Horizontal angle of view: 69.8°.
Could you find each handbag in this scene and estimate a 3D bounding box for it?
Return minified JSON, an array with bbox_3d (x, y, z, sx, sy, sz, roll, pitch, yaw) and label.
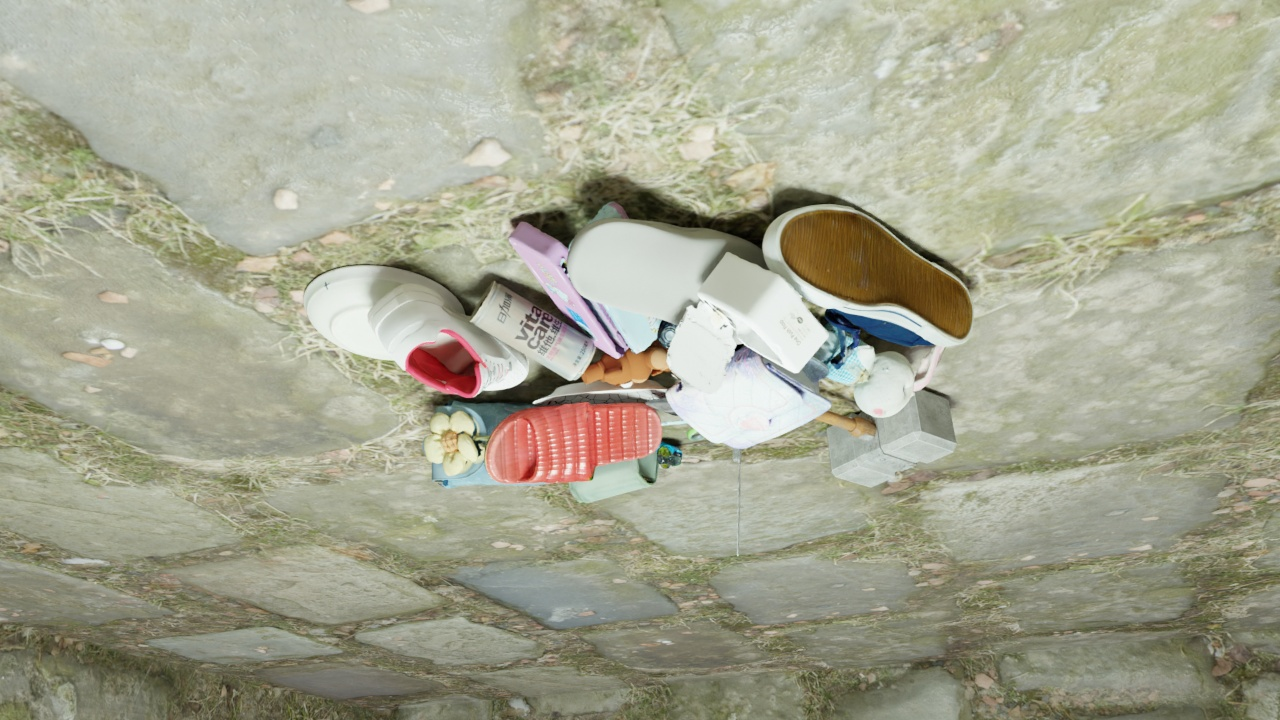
[{"bbox_3d":[-0.193,0.114,1.235,0.192,0.121,0.119,3,169,2],"label":"handbag"},{"bbox_3d":[0.124,0.041,1.055,0.126,0.069,0.159,25,144,-30],"label":"handbag"},{"bbox_3d":[-0.040,0.141,1.309,0.122,0.106,0.067,-18,149,28],"label":"handbag"}]

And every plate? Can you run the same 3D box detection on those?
[{"bbox_3d":[-0.295,-0.043,1.055,0.182,0.034,0.183,0,150,0],"label":"plate"},{"bbox_3d":[-0.042,0.041,1.173,0.188,0.016,0.188,-4,172,-1],"label":"plate"}]

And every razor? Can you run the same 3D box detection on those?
[{"bbox_3d":[0.077,-0.030,1.046,0.140,0.064,0.053,10,116,-46],"label":"razor"}]

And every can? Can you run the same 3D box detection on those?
[{"bbox_3d":[-0.118,-0.031,1.021,0.135,0.054,0.054,32,140,-16],"label":"can"}]

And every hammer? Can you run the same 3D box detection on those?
[{"bbox_3d":[0.247,0.074,1.215,0.317,0.082,0.163,18,145,-29],"label":"hammer"}]

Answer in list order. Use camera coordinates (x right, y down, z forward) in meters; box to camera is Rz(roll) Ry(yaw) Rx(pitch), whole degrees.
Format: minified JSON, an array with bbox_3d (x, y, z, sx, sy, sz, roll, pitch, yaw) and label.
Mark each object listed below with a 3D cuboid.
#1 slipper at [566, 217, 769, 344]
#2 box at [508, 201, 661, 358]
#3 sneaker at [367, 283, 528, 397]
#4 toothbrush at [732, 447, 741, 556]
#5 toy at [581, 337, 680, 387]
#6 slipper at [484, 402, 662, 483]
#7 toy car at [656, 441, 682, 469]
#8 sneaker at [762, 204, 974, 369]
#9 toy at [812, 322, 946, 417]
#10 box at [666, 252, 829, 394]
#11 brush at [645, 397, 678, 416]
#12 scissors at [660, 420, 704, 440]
[{"bbox_3d":[0.030,-0.091,0.937,0.265,0.080,0.113,9,110,-36],"label":"slipper"},{"bbox_3d":[-0.044,-0.092,0.981,0.092,0.090,0.214,32,167,31],"label":"box"},{"bbox_3d":[-0.195,0.005,1.028,0.090,0.104,0.236,-39,148,9],"label":"sneaker"},{"bbox_3d":[0.139,0.198,1.332,0.010,0.181,0.010,-9,144,21],"label":"toothbrush"},{"bbox_3d":[-0.006,0.006,1.083,0.127,0.065,0.095,-20,-165,-19],"label":"toy"},{"bbox_3d":[-0.078,0.105,1.185,0.248,0.103,0.059,-9,-171,-23],"label":"slipper"},{"bbox_3d":[0.010,0.136,1.371,0.105,0.032,0.048,5,151,2],"label":"toy car"},{"bbox_3d":[0.215,-0.070,0.963,0.294,0.120,0.127,18,162,-36],"label":"sneaker"},{"bbox_3d":[0.271,0.012,1.090,0.205,0.105,0.131,15,144,-27],"label":"toy"},{"bbox_3d":[0.092,-0.019,0.898,0.109,0.134,0.107,45,173,-40],"label":"box"},{"bbox_3d":[0.060,0.068,1.243,0.039,0.012,0.151,-10,162,29],"label":"brush"},{"bbox_3d":[0.108,0.076,1.253,0.171,0.021,0.172,-2,159,-18],"label":"scissors"}]
